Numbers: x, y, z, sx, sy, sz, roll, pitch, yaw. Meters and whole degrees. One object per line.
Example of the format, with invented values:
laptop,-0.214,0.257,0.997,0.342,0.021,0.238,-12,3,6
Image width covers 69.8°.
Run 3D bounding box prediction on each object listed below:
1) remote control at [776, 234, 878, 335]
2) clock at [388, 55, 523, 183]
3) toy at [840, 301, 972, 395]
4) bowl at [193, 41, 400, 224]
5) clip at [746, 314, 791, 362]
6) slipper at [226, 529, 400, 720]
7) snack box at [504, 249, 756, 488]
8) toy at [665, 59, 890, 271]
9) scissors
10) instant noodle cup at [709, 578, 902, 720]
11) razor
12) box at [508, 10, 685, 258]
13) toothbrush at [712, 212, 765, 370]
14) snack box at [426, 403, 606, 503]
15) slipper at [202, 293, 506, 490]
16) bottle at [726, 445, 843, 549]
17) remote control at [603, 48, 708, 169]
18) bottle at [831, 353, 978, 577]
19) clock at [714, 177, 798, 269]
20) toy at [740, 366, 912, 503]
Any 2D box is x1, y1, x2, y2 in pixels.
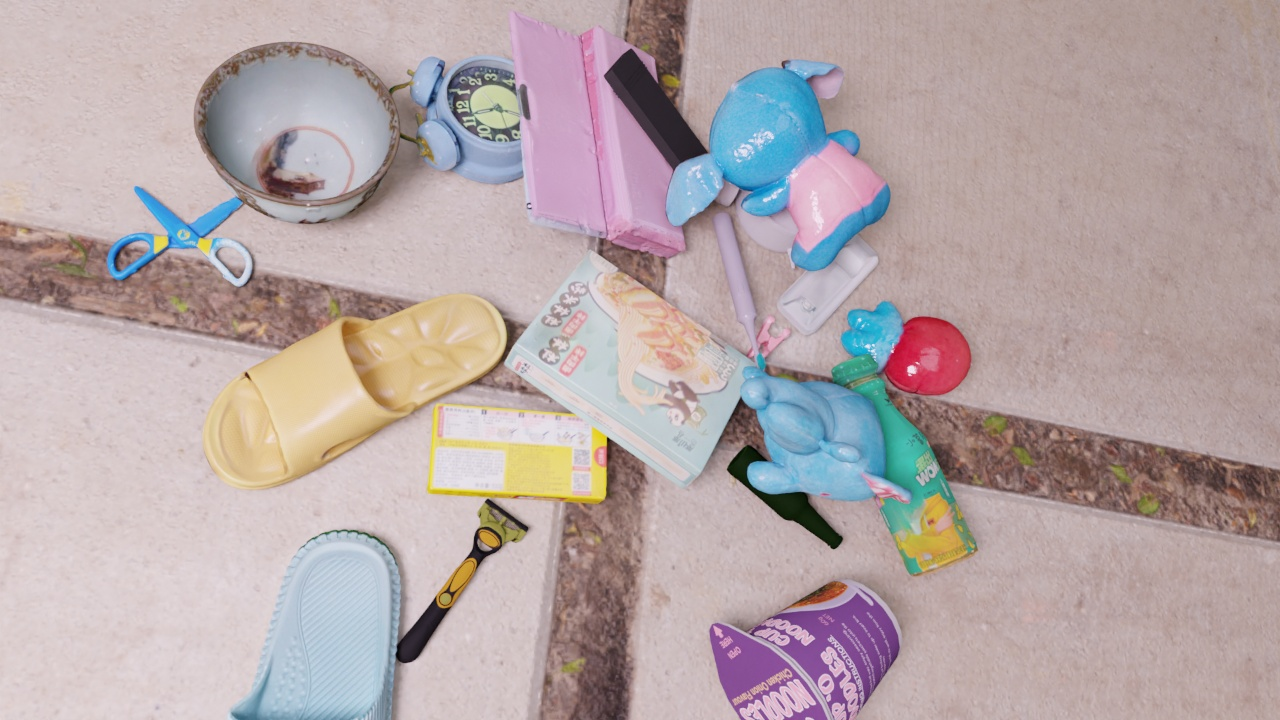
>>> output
remote control,0.196,-0.083,0.947,0.050,0.022,0.133,44,64,3
clock,-0.160,-0.231,0.873,0.161,0.060,0.118,-9,73,-23
toy,0.268,-0.010,0.926,0.133,0.062,0.092,19,56,9
bowl,-0.292,-0.181,0.794,0.159,0.094,0.159,6,68,-15
clip,0.122,-0.024,0.904,0.059,0.023,0.045,-24,74,-25
slipper,-0.235,0.256,0.664,0.116,0.070,0.275,12,67,-16
snack box,-0.005,0.005,0.828,0.193,0.044,0.141,35,50,-3
toy,0.139,-0.178,0.870,0.223,0.099,0.191,-43,94,-15
scissors,-0.388,-0.104,0.781,0.126,0.013,0.125,45,65,-2
instant noodle cup,0.145,0.243,0.767,0.121,0.122,0.137,-28,71,-34
razor,-0.149,0.182,0.745,0.044,0.021,0.143,36,66,-2
box,-0.039,-0.220,0.881,0.178,0.040,0.232,7,66,-42
toothbrush,0.097,-0.068,0.888,0.018,0.019,0.187,2,56,-19
snack box,-0.104,0.081,0.792,0.152,0.025,0.075,6,69,-15
slipper,-0.229,0.010,0.752,0.262,0.079,0.099,-26,77,-24
bottle,0.135,0.129,0.844,0.123,0.033,0.033,41,64,0
remote control,0.018,-0.242,0.911,0.133,0.013,0.058,51,41,-20
bottle,0.243,0.095,0.869,0.068,0.068,0.209,-17,76,-22
clock,0.139,-0.181,0.946,0.119,0.061,0.159,-37,85,-25
toy,0.142,0.070,0.795,0.180,0.115,0.183,20,19,-49
